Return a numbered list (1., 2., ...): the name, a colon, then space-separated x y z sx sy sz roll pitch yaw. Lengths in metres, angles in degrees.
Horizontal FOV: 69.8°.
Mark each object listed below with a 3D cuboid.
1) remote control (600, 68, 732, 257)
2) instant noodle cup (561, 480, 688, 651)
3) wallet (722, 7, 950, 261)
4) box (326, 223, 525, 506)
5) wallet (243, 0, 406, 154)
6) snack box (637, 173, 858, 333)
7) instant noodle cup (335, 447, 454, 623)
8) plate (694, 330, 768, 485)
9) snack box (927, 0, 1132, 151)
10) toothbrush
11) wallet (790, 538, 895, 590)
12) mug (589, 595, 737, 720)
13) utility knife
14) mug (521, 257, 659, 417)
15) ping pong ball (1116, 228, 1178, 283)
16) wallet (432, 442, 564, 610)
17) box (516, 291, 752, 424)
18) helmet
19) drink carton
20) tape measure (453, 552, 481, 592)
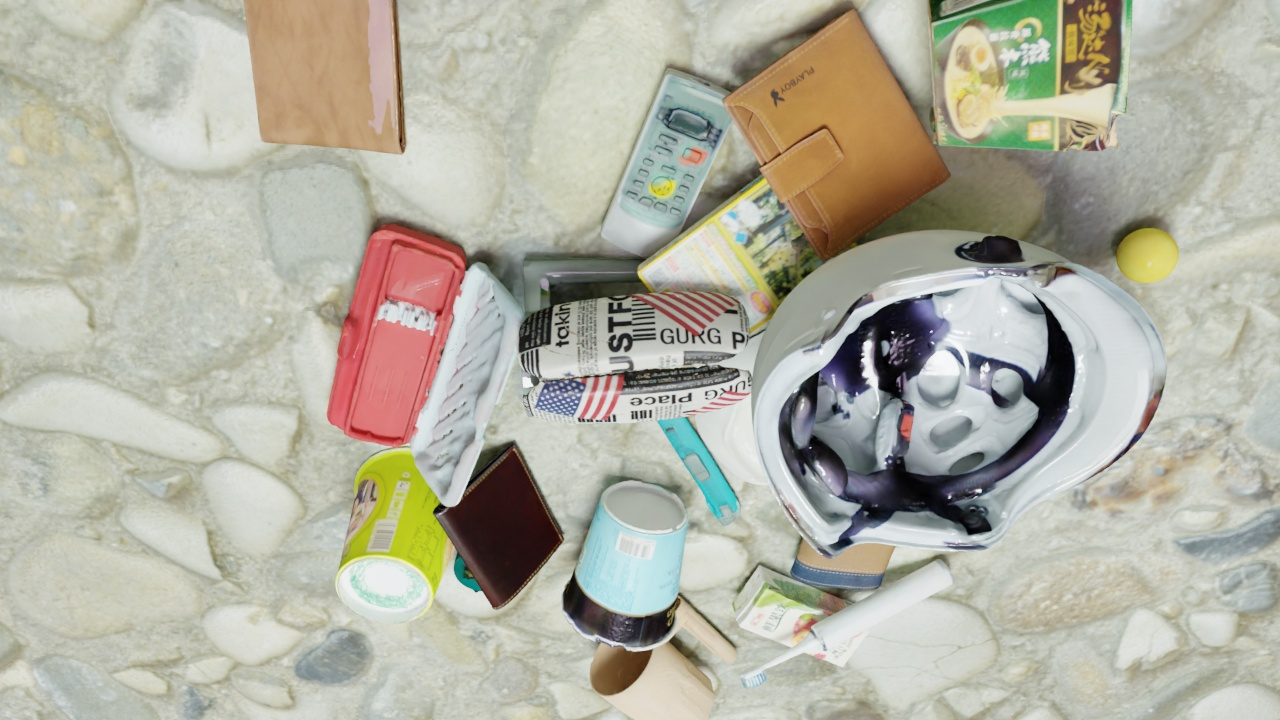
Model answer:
1. remote control: 0.019 -0.136 0.656 0.056 0.019 0.135 19 122 -11
2. instant noodle cup: -0.007 0.176 0.821 0.111 0.111 0.121 10 114 -5
3. wallet: 0.125 -0.144 0.613 0.119 0.035 0.130 -36 103 0
4. box: -0.169 0.004 0.728 0.158 0.069 0.202 32 122 11
5. wallet: -0.213 -0.200 0.622 0.101 0.020 0.115 6 121 -1
6. snack box: 0.077 -0.072 0.664 0.140 0.033 0.087 -36 102 12
7. instant noodle cup: -0.208 0.157 0.795 0.112 0.123 0.112 1 124 1
8. plate: 0.171 0.025 0.749 0.266 0.034 0.162 -28 118 18
9. snack box: 0.232 -0.192 0.564 0.106 0.118 0.118 -4 124 17
10. toothbrush: 0.191 0.246 0.855 0.221 0.027 0.026 -26 93 -6
11. wallet: 0.193 0.159 0.840 0.090 0.033 0.115 7 123 -6
12. mug: 0.027 0.310 0.924 0.124 0.084 0.103 -45 116 -3
13. utility knife: 0.044 0.083 0.804 0.029 0.013 0.185 -23 120 17
14. mug: -0.037 -0.018 0.708 0.103 0.083 0.124 0 99 1
15. ping pong ball: 0.371 -0.077 0.671 0.040 0.040 0.040 1 123 1
16. wallet: -0.121 0.147 0.811 0.020 0.096 0.122 11 133 42
17. box: -0.004 0.005 0.650 0.162 0.075 0.086 -5 136 -1
18. helmet: 0.194 0.007 0.629 0.258 0.145 0.229 -14 123 -1
19. drink carton: 0.154 0.247 0.889 0.122 0.045 0.054 25 109 -16
20. tape measure: -0.151 0.199 0.880 0.054 0.025 0.058 -6 122 4
